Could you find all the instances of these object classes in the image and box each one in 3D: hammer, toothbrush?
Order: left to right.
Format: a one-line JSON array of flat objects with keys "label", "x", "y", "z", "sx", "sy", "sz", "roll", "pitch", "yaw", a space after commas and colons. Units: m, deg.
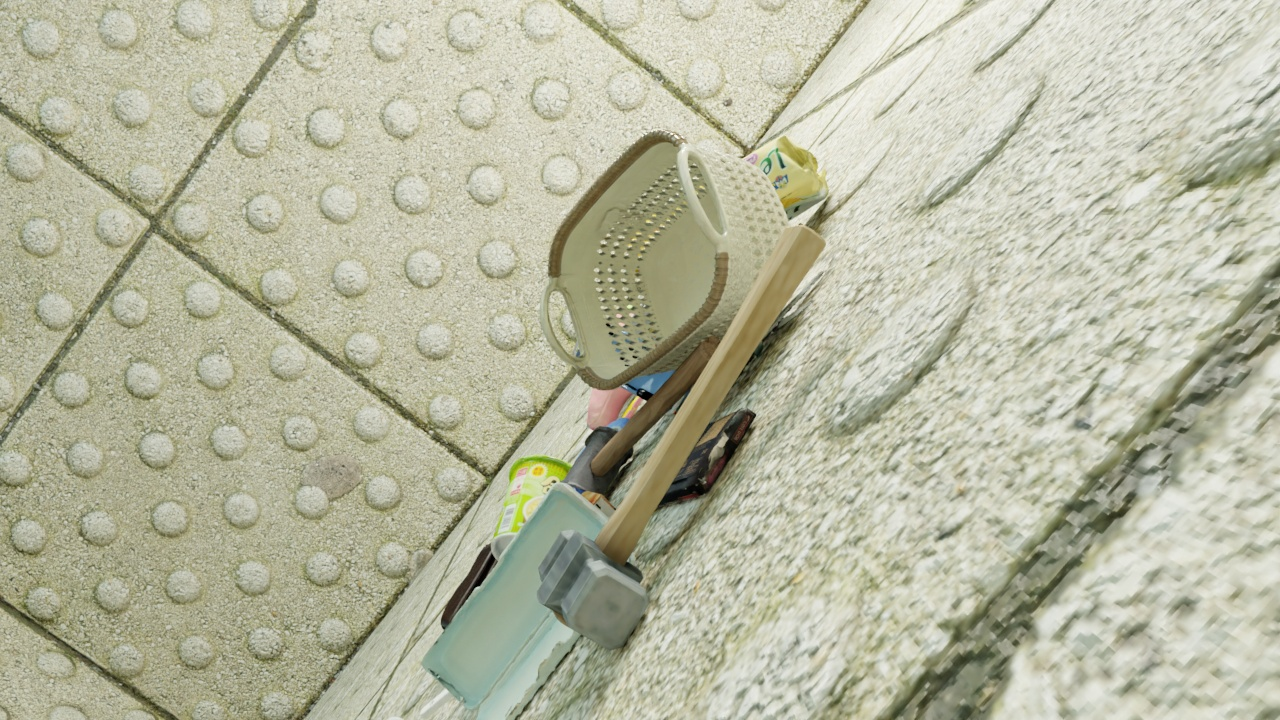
[{"label": "hammer", "x": -0.003, "y": 0.065, "z": 0.896, "sx": 0.097, "sy": 0.052, "sz": 0.329, "roll": -57, "pitch": 4, "yaw": -36}, {"label": "toothbrush", "x": 0.005, "y": 0.044, "z": 1.215, "sx": 0.135, "sy": 0.016, "sz": 0.021, "roll": -51, "pitch": 10, "yaw": 6}, {"label": "hammer", "x": 0.035, "y": 0.044, "z": 0.647, "sx": 0.322, "sy": 0.051, "sz": 0.117, "roll": -58, "pitch": 15, "yaw": -6}]

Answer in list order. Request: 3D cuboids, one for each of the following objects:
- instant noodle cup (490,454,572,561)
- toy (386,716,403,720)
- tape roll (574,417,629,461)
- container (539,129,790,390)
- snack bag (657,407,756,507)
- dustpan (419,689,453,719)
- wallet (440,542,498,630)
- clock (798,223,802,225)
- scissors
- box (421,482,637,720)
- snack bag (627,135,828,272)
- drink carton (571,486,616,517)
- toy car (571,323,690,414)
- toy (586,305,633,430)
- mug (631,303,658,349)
[{"label": "instant noodle cup", "x": -0.118, "y": 0.178, "z": 1.030, "sx": 0.099, "sy": 0.099, "sz": 0.107, "roll": -47, "pitch": 15, "yaw": 40}, {"label": "toy", "x": -0.219, "y": 0.364, "z": 0.792, "sx": 0.105, "sy": 0.131, "sz": 0.205, "roll": -21, "pitch": -2, "yaw": 1}, {"label": "tape roll", "x": -0.043, "y": 0.108, "z": 1.103, "sx": 0.092, "sy": 0.016, "sz": 0.092, "roll": -32, "pitch": 19, "yaw": 35}, {"label": "container", "x": 0.025, "y": -0.086, "z": 0.848, "sx": 0.142, "sy": 0.184, "sz": 0.247, "roll": -3, "pitch": -22, "yaw": -38}, {"label": "snack bag", "x": 0.039, "y": 0.080, "z": 0.725, "sx": 0.074, "sy": 0.018, "sz": 0.155, "roll": -54, "pitch": 7, "yaw": -21}, {"label": "dustpan", "x": -0.137, "y": 0.270, "z": 0.909, "sx": 0.258, "sy": 0.033, "sz": 0.163, "roll": -41, "pitch": 8, "yaw": 13}, {"label": "wallet", "x": -0.208, "y": 0.277, "z": 1.130, "sx": 0.119, "sy": 0.031, "sz": 0.100, "roll": -61, "pitch": 8, "yaw": -22}, {"label": "clock", "x": 0.121, "y": -0.092, "z": 0.962, "sx": 0.129, "sy": 0.052, "sz": 0.090, "roll": -54, "pitch": 6, "yaw": -22}, {"label": "scissors", "x": 0.091, "y": -0.007, "z": 0.837, "sx": 0.201, "sy": 0.015, "sz": 0.204, "roll": -45, "pitch": 4, "yaw": -4}, {"label": "box", "x": -0.091, "y": 0.205, "z": 0.740, "sx": 0.197, "sy": 0.075, "sz": 0.125, "roll": -53, "pitch": 25, "yaw": 1}, {"label": "snack bag", "x": 0.093, "y": -0.160, "z": 1.027, "sx": 0.248, "sy": 0.068, "sz": 0.159, "roll": -31, "pitch": -5, "yaw": 13}, {"label": "drink carton", "x": -0.057, "y": 0.154, "z": 0.851, "sx": 0.064, "sy": 0.040, "sz": 0.130, "roll": -45, "pitch": 8, "yaw": -14}, {"label": "toy car", "x": -0.006, "y": 0.006, "z": 1.002, "sx": 0.056, "sy": 0.153, "sz": 0.054, "roll": -61, "pitch": -31, "yaw": 1}, {"label": "toy", "x": -0.017, "y": -0.003, "z": 1.326, "sx": 0.236, "sy": 0.097, "sz": 0.192, "roll": -61, "pitch": 0, "yaw": -14}, {"label": "mug", "x": 0.027, "y": -0.028, "z": 1.125, "sx": 0.073, "sy": 0.089, "sz": 0.105, "roll": -56, "pitch": 7, "yaw": -34}]
